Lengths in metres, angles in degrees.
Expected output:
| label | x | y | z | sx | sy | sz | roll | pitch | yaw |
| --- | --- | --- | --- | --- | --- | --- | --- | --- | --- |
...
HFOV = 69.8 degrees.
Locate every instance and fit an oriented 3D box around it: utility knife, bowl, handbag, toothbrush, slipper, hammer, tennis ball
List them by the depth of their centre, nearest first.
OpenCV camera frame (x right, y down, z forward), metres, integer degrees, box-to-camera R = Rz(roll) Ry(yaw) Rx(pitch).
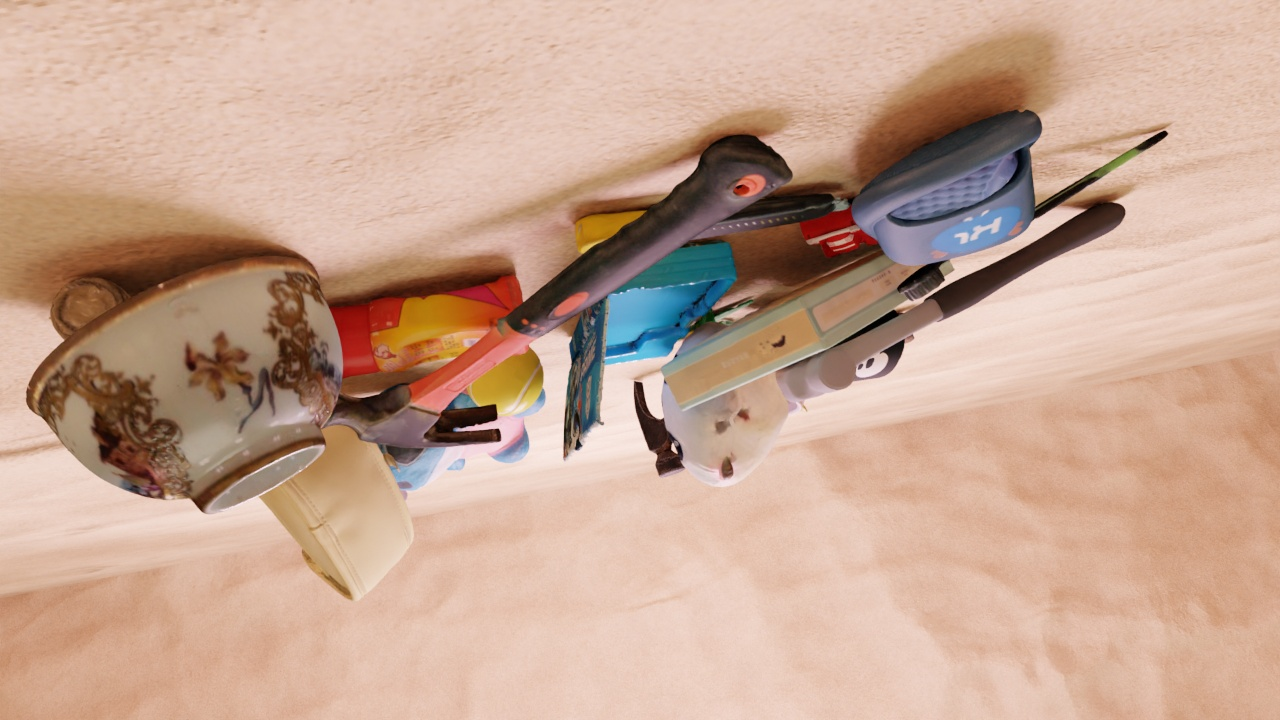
| label | x | y | z | sx | sy | sz | roll | pitch | yaw |
| --- | --- | --- | --- | --- | --- | --- | --- | --- | --- |
| bowl | -0.227 | 0.025 | 0.502 | 0.160 | 0.094 | 0.160 | -33 | 175 | -3 |
| hammer | -0.056 | -0.028 | 0.541 | 0.334 | 0.033 | 0.133 | -32 | 145 | 31 |
| slipper | 0.180 | -0.087 | 0.543 | 0.104 | 0.059 | 0.213 | -21 | 172 | 12 |
| utility knife | 0.047 | -0.084 | 0.548 | 0.174 | 0.020 | 0.029 | -8 | 170 | -11 |
| toothbrush | 0.255 | -0.093 | 0.603 | 0.188 | 0.017 | 0.014 | -32 | -158 | 18 |
| hammer | 0.237 | -0.047 | 0.691 | 0.310 | 0.029 | 0.125 | -27 | 178 | -13 |
| tennis ball | -0.113 | 0.014 | 0.765 | 0.065 | 0.065 | 0.065 | -11 | 169 | -2 |
| handbag | -0.290 | 0.117 | 0.821 | 0.191 | 0.233 | 0.088 | 10 | -133 | 39 |
| hammer | 0.146 | 0.019 | 1.046 | 0.331 | 0.120 | 0.033 | -25 | 167 | 18 |

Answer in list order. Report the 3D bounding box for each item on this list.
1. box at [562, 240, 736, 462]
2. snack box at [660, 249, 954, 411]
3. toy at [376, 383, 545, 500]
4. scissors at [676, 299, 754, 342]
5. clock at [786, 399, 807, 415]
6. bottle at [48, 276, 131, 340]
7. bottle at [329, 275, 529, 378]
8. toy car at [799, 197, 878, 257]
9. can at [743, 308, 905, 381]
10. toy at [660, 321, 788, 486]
| label | x | y | z | sx | sy | sz | roll | pitch | yaw |
| --- | --- | --- | --- | --- | --- | --- | --- | --- | --- |
| box | -0.005 | 0.005 | 0.701 | 0.114 | 0.113 | 0.244 | -9 | 169 | -11 |
| snack box | 0.125 | -0.033 | 0.682 | 0.193 | 0.044 | 0.142 | -26 | 180 | -43 |
| toy | -0.184 | 0.060 | 0.871 | 0.191 | 0.099 | 0.225 | -10 | 155 | -30 |
| scissors | 0.068 | -0.034 | 0.850 | 0.112 | 0.012 | 0.131 | -4 | 166 | -43 |
| clock | 0.101 | 0.015 | 0.947 | 0.158 | 0.058 | 0.117 | 6 | 163 | 7 |
| bottle | -0.291 | -0.013 | 0.512 | 0.042 | 0.042 | 0.110 | -8 | 168 | -17 |
| bottle | -0.143 | -0.020 | 0.606 | 0.134 | 0.048 | 0.071 | -10 | 167 | -8 |
| toy car | 0.136 | -0.085 | 0.616 | 0.038 | 0.025 | 0.089 | -16 | 168 | 23 |
| can | 0.167 | -0.016 | 0.850 | 0.145 | 0.080 | 0.080 | -7 | 168 | -28 |
| toy | 0.063 | 0.035 | 0.806 | 0.101 | 0.139 | 0.180 | -3 | -177 | -13 |
